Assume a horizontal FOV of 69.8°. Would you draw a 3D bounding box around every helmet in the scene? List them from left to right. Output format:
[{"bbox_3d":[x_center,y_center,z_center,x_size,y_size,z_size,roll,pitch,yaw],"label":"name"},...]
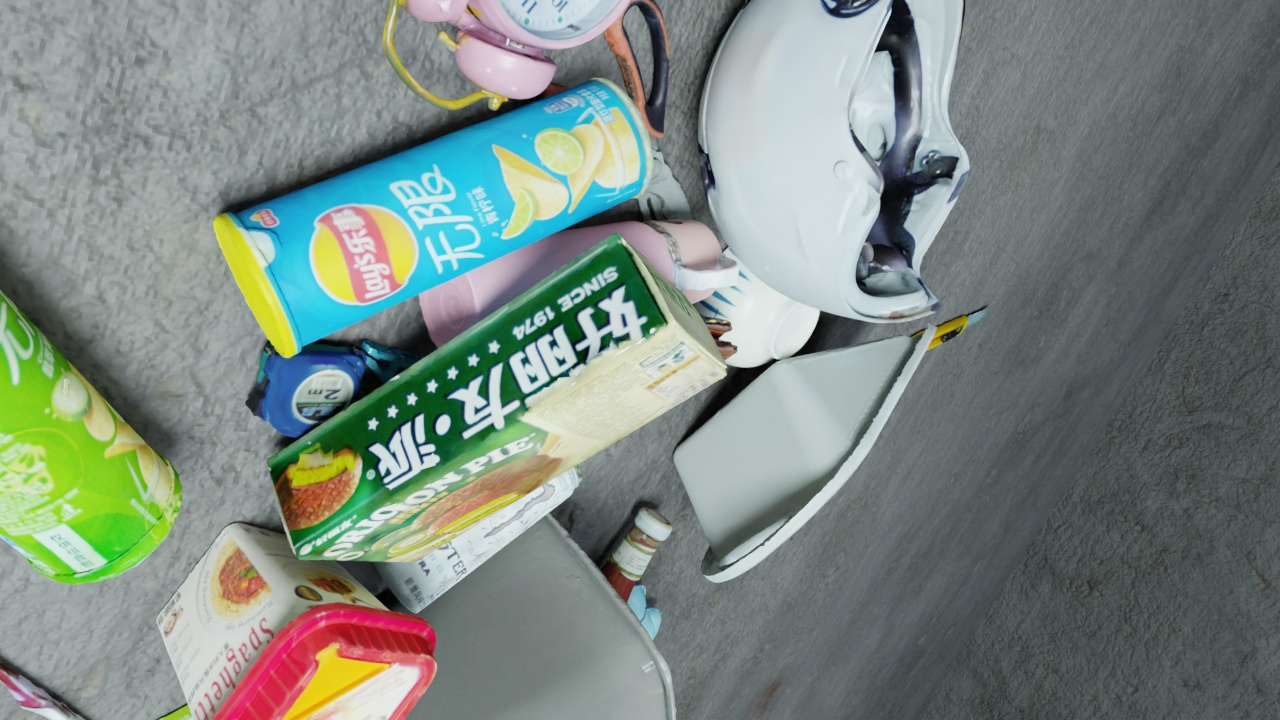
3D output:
[{"bbox_3d":[0.121,-0.156,0.600,0.229,0.146,0.258,26,72,-59],"label":"helmet"}]

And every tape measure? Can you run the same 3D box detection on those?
[{"bbox_3d":[-0.182,0.014,0.500,0.058,0.025,0.055,2,120,-47],"label":"tape measure"}]

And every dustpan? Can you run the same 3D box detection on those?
[{"bbox_3d":[0.147,0.092,0.807,0.257,0.142,0.223,-5,151,-41],"label":"dustpan"}]

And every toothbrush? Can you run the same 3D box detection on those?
[{"bbox_3d":[-0.325,0.184,0.488,0.017,0.016,0.188,-30,140,-19],"label":"toothbrush"}]

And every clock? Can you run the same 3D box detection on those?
[{"bbox_3d":[-0.061,-0.191,0.433,0.158,0.060,0.117,-50,145,-2],"label":"clock"}]

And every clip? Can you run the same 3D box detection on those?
[{"bbox_3d":[-0.148,0.004,0.542,0.034,0.013,0.055,-50,148,-7],"label":"clip"}]

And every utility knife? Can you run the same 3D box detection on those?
[{"bbox_3d":[0.382,-0.036,1.138,0.217,0.015,0.033,-20,136,-40],"label":"utility knife"}]

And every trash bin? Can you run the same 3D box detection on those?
[{"bbox_3d":[-0.117,0.252,0.657,0.219,0.198,0.199,-26,136,-24],"label":"trash bin"}]

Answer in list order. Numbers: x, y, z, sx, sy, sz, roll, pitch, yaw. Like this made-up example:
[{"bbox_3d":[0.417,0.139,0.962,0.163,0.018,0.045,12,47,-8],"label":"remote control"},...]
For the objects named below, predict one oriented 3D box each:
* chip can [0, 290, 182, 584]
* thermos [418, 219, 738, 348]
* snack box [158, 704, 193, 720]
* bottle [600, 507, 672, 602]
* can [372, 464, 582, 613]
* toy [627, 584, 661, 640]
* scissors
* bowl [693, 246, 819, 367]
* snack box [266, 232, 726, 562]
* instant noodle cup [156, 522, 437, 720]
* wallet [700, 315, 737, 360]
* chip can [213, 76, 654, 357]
[{"bbox_3d":[-0.264,0.009,0.355,0.072,0.072,0.222,-38,143,-21],"label":"chip can"},{"bbox_3d":[-0.028,-0.047,0.566,0.198,0.087,0.067,-13,113,-38],"label":"thermos"},{"bbox_3d":[-0.280,0.282,0.617,0.085,0.026,0.157,-26,137,-35],"label":"snack box"},{"bbox_3d":[-0.039,0.226,0.830,0.206,0.060,0.059,-58,146,5],"label":"bottle"},{"bbox_3d":[-0.113,0.107,0.634,0.146,0.058,0.058,-35,142,-24],"label":"can"},{"bbox_3d":[-0.035,0.306,0.914,0.156,0.050,0.161,-42,137,-17],"label":"toy"},{"bbox_3d":[-0.008,-0.132,0.589,0.212,0.015,0.198,-12,128,-46],"label":"scissors"},{"bbox_3d":[0.104,-0.042,0.755,0.116,0.066,0.117,-31,140,-30],"label":"bowl"},{"bbox_3d":[-0.076,0.032,0.516,0.240,0.063,0.114,-32,158,12],"label":"snack box"},{"bbox_3d":[-0.201,0.164,0.521,0.116,0.124,0.116,-54,146,-1],"label":"instant noodle cup"},{"bbox_3d":[-0.004,0.004,0.653,0.125,0.032,0.101,-28,162,30],"label":"wallet"},{"bbox_3d":[-0.097,-0.078,0.464,0.209,0.071,0.071,-29,139,-25],"label":"chip can"}]
